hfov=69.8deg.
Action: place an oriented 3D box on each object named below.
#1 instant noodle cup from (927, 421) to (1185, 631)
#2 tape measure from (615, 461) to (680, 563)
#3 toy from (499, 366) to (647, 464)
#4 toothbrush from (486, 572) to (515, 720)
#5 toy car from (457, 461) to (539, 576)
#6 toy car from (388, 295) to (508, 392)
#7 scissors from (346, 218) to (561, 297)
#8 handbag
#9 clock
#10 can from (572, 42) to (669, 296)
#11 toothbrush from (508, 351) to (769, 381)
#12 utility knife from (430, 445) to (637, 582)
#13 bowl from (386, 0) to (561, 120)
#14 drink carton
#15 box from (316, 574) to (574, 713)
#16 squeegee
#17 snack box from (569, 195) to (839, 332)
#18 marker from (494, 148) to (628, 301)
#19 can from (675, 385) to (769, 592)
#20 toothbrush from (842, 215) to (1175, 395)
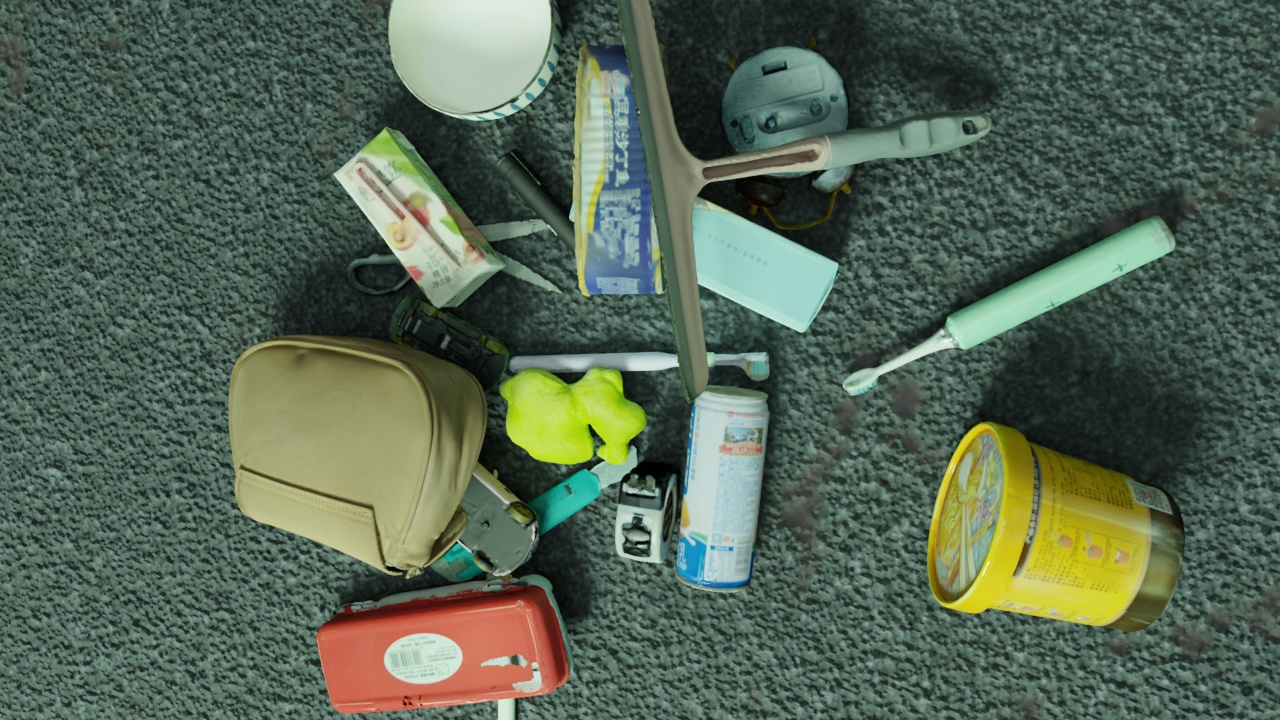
[{"bbox_3d":[0.255,0.108,0.570,0.114,0.118,0.118,14,97,2],"label":"instant noodle cup"},{"bbox_3d":[0.005,0.106,0.637,0.033,0.065,0.066,7,94,14],"label":"tape measure"},{"bbox_3d":[-0.051,0.042,0.657,0.100,0.031,0.096,-32,95,19],"label":"toy"},{"bbox_3d":[-0.104,0.254,0.694,0.029,0.020,0.189,6,98,50],"label":"toothbrush"},{"bbox_3d":[-0.124,0.105,0.673,0.122,0.037,0.056,39,101,14],"label":"toy car"},{"bbox_3d":[-0.138,-0.013,0.669,0.091,0.036,0.043,31,98,7],"label":"toy car"},{"bbox_3d":[-0.142,-0.089,0.676,0.159,0.014,0.178,-40,88,11],"label":"scissors"},{"bbox_3d":[-0.197,0.058,0.641,0.205,0.099,0.148,10,91,33],"label":"handbag"},{"bbox_3d":[0.097,-0.147,0.605,0.082,0.055,0.122,-12,93,10],"label":"clock"},{"bbox_3d":[-0.010,-0.112,0.541,0.049,0.074,0.148,0,90,6],"label":"can"},{"bbox_3d":[-0.004,0.004,0.655,0.189,0.029,0.021,0,54,12],"label":"toothbrush"},{"bbox_3d":[-0.079,0.116,0.680,0.187,0.013,0.029,-34,88,11],"label":"utility knife"},{"bbox_3d":[-0.106,-0.221,0.630,0.116,0.066,0.116,1,94,11],"label":"bowl"},{"bbox_3d":[-0.156,-0.099,0.648,0.053,0.045,0.122,-37,90,9],"label":"drink carton"},{"bbox_3d":[-0.146,0.209,0.678,0.201,0.046,0.086,-13,91,21],"label":"box"},{"bbox_3d":[0.106,-0.124,0.550,0.249,0.040,0.248,-14,101,-22],"label":"squeegee"},{"bbox_3d":[0.044,-0.078,0.610,0.175,0.074,0.052,27,98,7],"label":"snack box"},{"bbox_3d":[-0.052,-0.096,0.651,0.132,0.020,0.022,47,116,1],"label":"marker"},{"bbox_3d":[0.057,0.087,0.633,0.053,0.053,0.134,6,96,10],"label":"can"},{"bbox_3d":[0.236,-0.032,0.603,0.225,0.027,0.026,-27,54,11],"label":"toothbrush"}]
